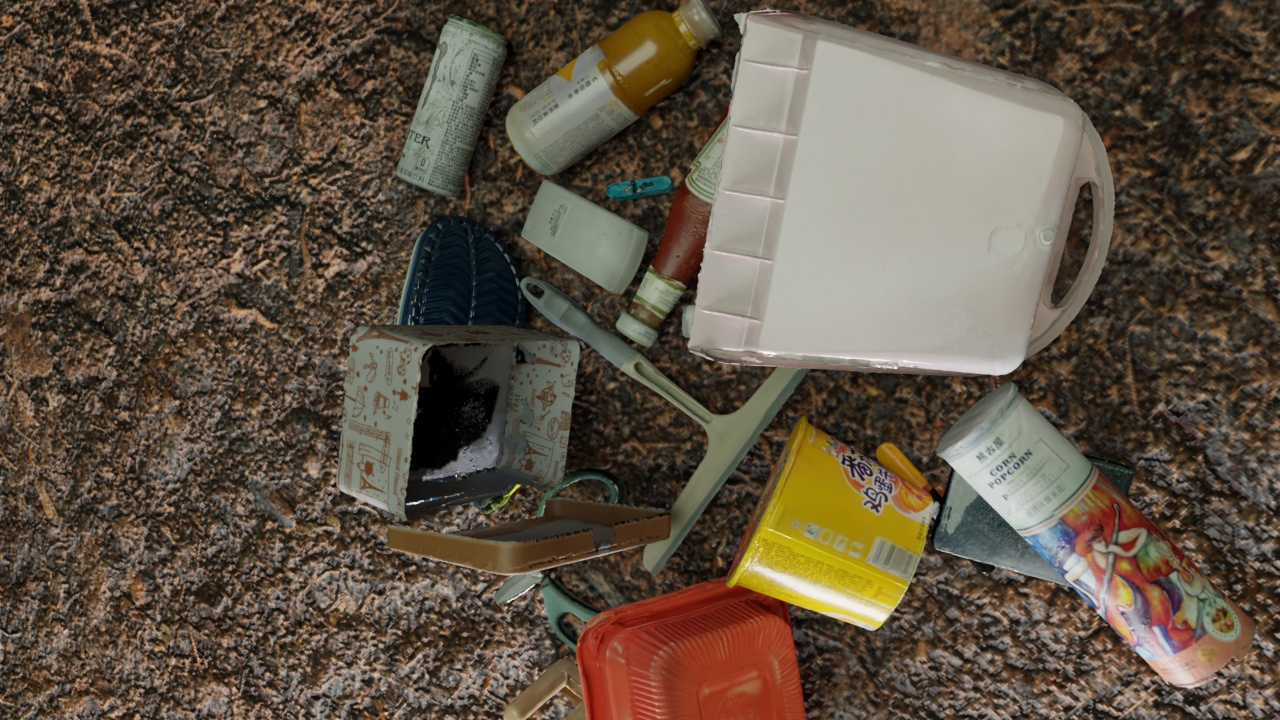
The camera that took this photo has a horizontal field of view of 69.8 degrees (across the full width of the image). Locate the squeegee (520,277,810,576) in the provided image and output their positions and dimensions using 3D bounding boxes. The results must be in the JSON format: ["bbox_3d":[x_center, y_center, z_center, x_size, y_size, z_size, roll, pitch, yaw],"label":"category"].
[{"bbox_3d":[-0.005,0.004,0.766,0.246,0.039,0.246,36,90,18],"label":"squeegee"}]

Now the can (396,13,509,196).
[{"bbox_3d":[-0.164,-0.221,0.803,0.058,0.058,0.147,25,102,18],"label":"can"}]

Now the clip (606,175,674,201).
[{"bbox_3d":[0.000,-0.144,0.765,0.057,0.049,0.015,-8,88,12],"label":"clip"}]

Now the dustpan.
[{"bbox_3d":[0.182,-0.091,0.618,0.273,0.138,0.223,15,104,12],"label":"dustpan"}]

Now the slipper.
[{"bbox_3d":[-0.175,0.002,0.807,0.095,0.105,0.252,2,77,61],"label":"slipper"}]

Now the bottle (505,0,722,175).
[{"bbox_3d":[-0.022,-0.224,0.743,0.190,0.068,0.068,-30,82,20],"label":"bottle"}]

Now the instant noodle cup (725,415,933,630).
[{"bbox_3d":[0.140,0.124,0.672,0.110,0.138,0.138,24,101,7],"label":"instant noodle cup"}]

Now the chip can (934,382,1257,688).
[{"bbox_3d":[0.301,0.115,0.617,0.214,0.071,0.071,46,107,6],"label":"chip can"}]

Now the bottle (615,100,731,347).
[{"bbox_3d":[0.046,-0.105,0.719,0.060,0.059,0.206,33,98,16],"label":"bottle"}]

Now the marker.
[{"bbox_3d":[0.224,0.111,0.698,0.018,0.015,0.124,-43,81,19],"label":"marker"}]

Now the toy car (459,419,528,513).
[{"bbox_3d":[-0.118,0.090,0.817,0.048,0.032,0.105,46,108,13],"label":"toy car"}]

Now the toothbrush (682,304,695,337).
[{"bbox_3d":[0.141,-0.024,0.698,0.221,0.027,0.026,4,59,15],"label":"toothbrush"}]

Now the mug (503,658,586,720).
[{"bbox_3d":[-0.044,0.308,0.764,0.124,0.103,0.084,34,104,15],"label":"mug"}]

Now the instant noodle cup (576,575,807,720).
[{"bbox_3d":[0.052,0.254,0.688,0.079,0.188,0.164,-11,89,66],"label":"instant noodle cup"}]

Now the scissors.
[{"bbox_3d":[-0.051,0.189,0.806,0.170,0.019,0.178,-43,80,16],"label":"scissors"}]

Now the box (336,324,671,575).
[{"bbox_3d":[-0.091,0.063,0.669,0.194,0.182,0.157,11,98,34],"label":"box"}]

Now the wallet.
[{"bbox_3d":[0.283,0.108,0.667,0.121,0.019,0.097,14,98,13],"label":"wallet"}]

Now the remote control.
[{"bbox_3d":[-0.048,-0.104,0.759,0.135,0.019,0.056,33,104,41],"label":"remote control"}]
